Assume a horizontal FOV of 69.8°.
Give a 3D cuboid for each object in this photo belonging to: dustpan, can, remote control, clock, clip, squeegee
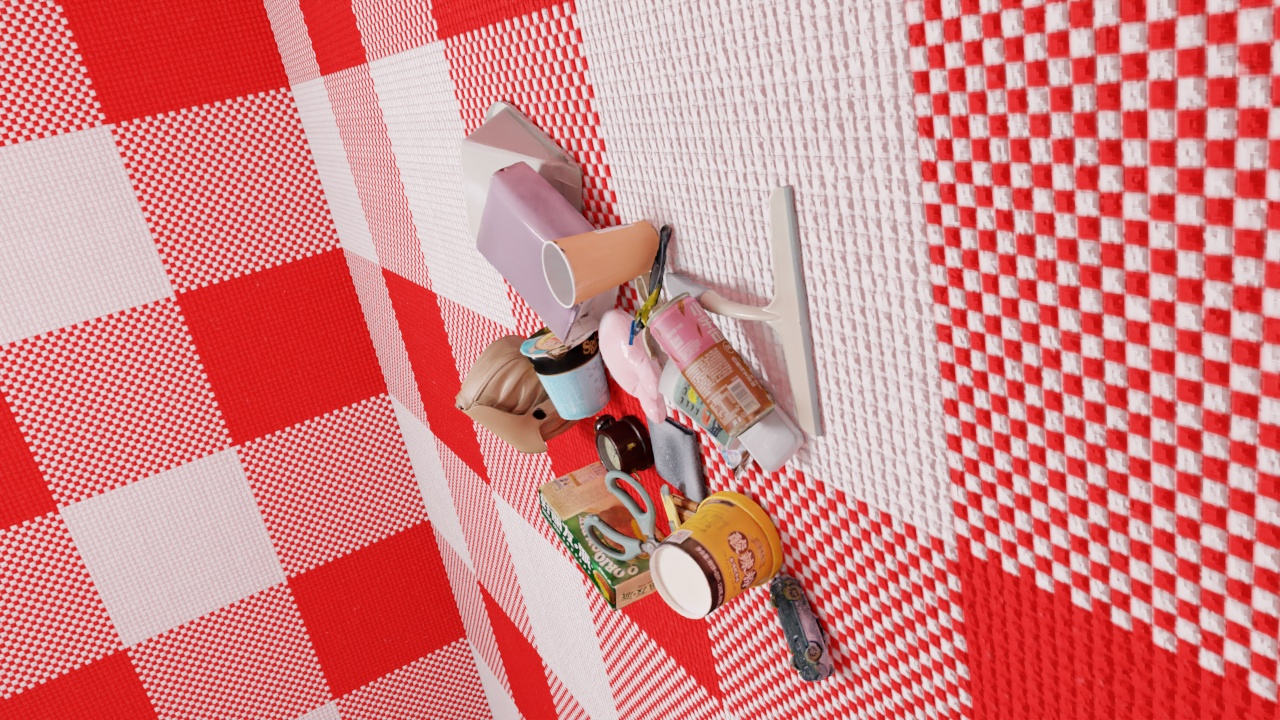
[{"bbox_3d":[-0.156,-0.251,1.317,0.258,0.142,0.223,23,137,19],"label":"dustpan"},{"bbox_3d":[0.070,0.005,0.920,0.147,0.057,0.058,53,154,10],"label":"can"},{"bbox_3d":[0.114,0.052,0.957,0.056,0.020,0.136,-51,56,21],"label":"remote control"},{"bbox_3d":[0.072,0.042,1.029,0.135,0.019,0.056,40,117,41],"label":"remote control"},{"bbox_3d":[-0.030,0.120,1.296,0.122,0.055,0.082,27,133,53],"label":"clock"},{"bbox_3d":[0.016,-0.046,1.093,0.104,0.034,0.089,62,155,26],"label":"clip"},{"bbox_3d":[0.080,-0.062,0.938,0.247,0.039,0.247,26,132,57],"label":"squeegee"}]

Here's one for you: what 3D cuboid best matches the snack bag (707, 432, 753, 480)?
[{"bbox_3d":[0.094,0.084,1.041,0.105,0.026,0.045,54,128,31],"label":"snack bag"}]

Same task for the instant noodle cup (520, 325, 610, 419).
[{"bbox_3d":[-0.098,0.017,1.307,0.111,0.111,0.120,26,139,57],"label":"instant noodle cup"}]

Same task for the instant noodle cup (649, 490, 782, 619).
[{"bbox_3d":[0.081,0.225,1.047,0.118,0.114,0.119,24,125,38],"label":"instant noodle cup"}]

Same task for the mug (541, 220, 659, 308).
[{"bbox_3d":[-0.041,-0.116,1.045,0.078,0.122,0.078,46,148,40],"label":"mug"}]

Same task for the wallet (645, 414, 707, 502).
[{"bbox_3d":[0.045,0.121,1.190,0.121,0.019,0.097,26,131,59],"label":"wallet"}]

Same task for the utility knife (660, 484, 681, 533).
[{"bbox_3d":[0.056,0.238,1.198,0.175,0.019,0.031,67,164,-15],"label":"utility knife"}]

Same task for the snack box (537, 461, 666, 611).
[{"bbox_3d":[-0.052,0.258,1.386,0.240,0.114,0.063,43,145,43],"label":"snack box"}]

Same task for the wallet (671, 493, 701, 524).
[{"bbox_3d":[0.082,0.231,1.185,0.132,0.031,0.108,2,113,63],"label":"wallet"}]

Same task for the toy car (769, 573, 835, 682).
[{"bbox_3d":[0.180,0.299,1.029,0.054,0.036,0.120,114,140,-59],"label":"toy car"}]

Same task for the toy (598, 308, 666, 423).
[{"bbox_3d":[-0.007,0.007,1.154,0.159,0.054,0.121,57,161,38],"label":"toy"}]

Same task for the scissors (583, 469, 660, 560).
[{"bbox_3d":[-0.016,0.241,1.271,0.177,0.019,0.174,-37,86,39],"label":"scissors"}]

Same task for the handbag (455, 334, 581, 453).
[{"bbox_3d":[-0.175,0.060,1.391,0.100,0.148,0.204,49,-177,42],"label":"handbag"}]

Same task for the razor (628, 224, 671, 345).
[{"bbox_3d":[0.014,-0.086,1.037,0.042,0.022,0.143,-89,15,-66],"label":"razor"}]

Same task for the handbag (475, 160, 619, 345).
[{"bbox_3d":[-0.113,-0.141,1.173,0.197,0.098,0.145,46,148,19],"label":"handbag"}]
